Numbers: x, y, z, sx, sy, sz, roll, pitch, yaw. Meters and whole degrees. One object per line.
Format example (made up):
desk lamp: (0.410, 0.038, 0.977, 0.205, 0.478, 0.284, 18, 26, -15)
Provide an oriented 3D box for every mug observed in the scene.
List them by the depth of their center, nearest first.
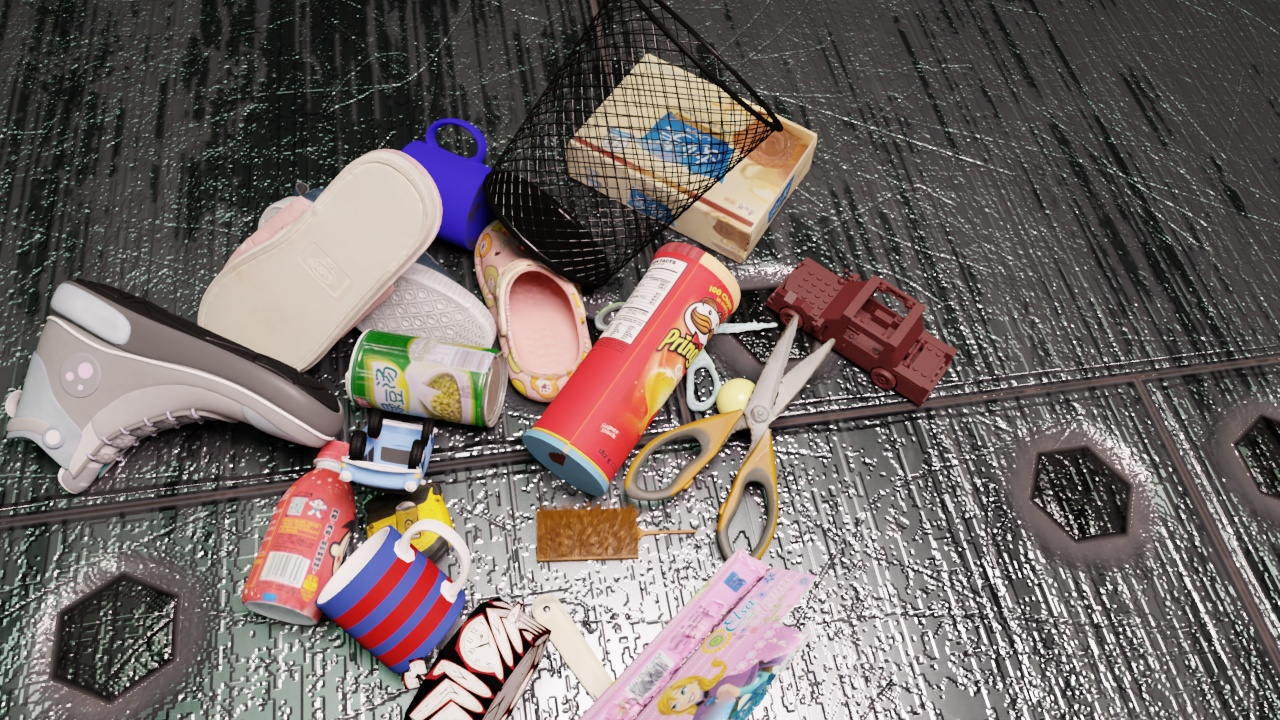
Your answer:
mug: (-0.166, 0.161, 0.660, 0.112, 0.074, 0.076, -39, 105, 17)
mug: (-0.179, -0.170, 0.861, 0.083, 0.111, 0.079, 22, 18, 8)

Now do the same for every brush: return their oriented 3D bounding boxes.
brush: (-0.015, 0.263, 0.681, 0.033, 0.012, 0.217, -32, 66, -20)
brush: (-0.021, 0.139, 0.747, 0.126, 0.017, 0.048, -1, 60, -5)

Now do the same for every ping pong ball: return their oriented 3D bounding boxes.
ping pong ball: (0.086, 0.036, 0.802, 0.040, 0.040, 0.040, 2, 60, -4)

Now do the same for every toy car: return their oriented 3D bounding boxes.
toy car: (-0.192, 0.075, 0.707, 0.056, 0.153, 0.055, 10, 96, -9)
toy car: (0.204, -0.035, 0.840, 0.170, 0.062, 0.070, 35, 63, 15)

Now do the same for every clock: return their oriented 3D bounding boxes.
clock: (-0.129, 0.235, 0.627, 0.065, 0.115, 0.154, 29, 64, 12)

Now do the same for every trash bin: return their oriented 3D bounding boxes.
trash bin: (-0.017, -0.187, 0.796, 0.211, 0.183, 0.184, -45, 66, 21)

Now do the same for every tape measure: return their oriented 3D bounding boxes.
tape measure: (-0.182, 0.133, 0.725, 0.065, 0.037, 0.064, -12, 61, -11)

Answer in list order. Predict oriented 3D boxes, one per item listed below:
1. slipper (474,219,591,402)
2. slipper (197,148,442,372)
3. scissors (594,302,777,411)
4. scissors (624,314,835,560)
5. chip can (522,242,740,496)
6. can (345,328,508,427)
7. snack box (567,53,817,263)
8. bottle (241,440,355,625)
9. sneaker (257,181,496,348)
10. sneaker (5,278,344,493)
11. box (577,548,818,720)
slipper: (-0.092, -0.061, 0.820, 0.093, 0.082, 0.197, -12, 64, -13)
slipper: (-0.261, -0.074, 0.749, 0.114, 0.275, 0.054, 53, 26, -11)
scissors: (0.043, -0.029, 0.854, 0.171, 0.021, 0.172, -1, 56, -2)
scissors: (0.098, 0.068, 0.767, 0.225, 0.016, 0.175, -38, 83, -12)
chip can: (-0.005, 0.005, 0.776, 0.087, 0.087, 0.213, 31, 68, 12)
can: (-0.178, 0.015, 0.772, 0.121, 0.067, 0.067, 9, 60, 5)
snack box: (0.053, -0.209, 0.931, 0.207, 0.055, 0.153, 29, 62, 12)
bottle: (-0.253, 0.128, 0.707, 0.062, 0.062, 0.137, 12, 60, 2)
sneaker: (-0.226, -0.080, 0.821, 0.235, 0.089, 0.087, 33, 34, -1)
sneaker: (-0.373, 0.049, 0.725, 0.257, 0.093, 0.160, 25, 86, 8)
box: (0.021, 0.216, 0.618, 0.229, 0.161, 0.062, -40, 90, -30)
